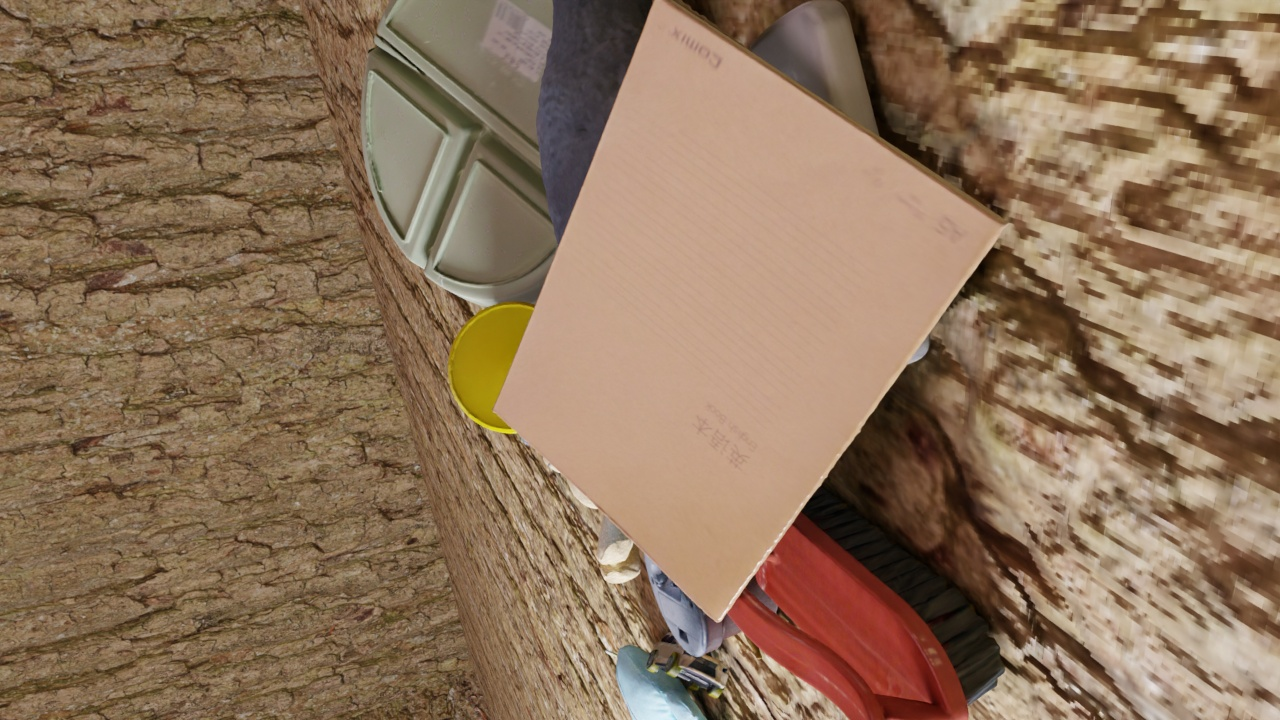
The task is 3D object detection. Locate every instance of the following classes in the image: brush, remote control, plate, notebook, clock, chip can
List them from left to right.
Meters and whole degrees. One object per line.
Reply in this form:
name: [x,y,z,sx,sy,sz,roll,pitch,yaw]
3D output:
plate: [-0.098,-0.145,0.565,0.231,0.027,0.230,8,104,34]
chip can: [-0.058,0.014,0.592,0.210,0.071,0.071,44,-154,-81]
notebook: [0.022,-0.010,0.367,0.149,0.012,0.212,41,126,20]
clock: [0.038,0.117,0.550,0.082,0.055,0.122,178,77,-72]
brush: [0.083,0.108,0.392,0.146,0.069,0.063,-142,38,-59]
remote control: [0.074,-0.063,0.348,0.056,0.020,0.136,178,76,-72]

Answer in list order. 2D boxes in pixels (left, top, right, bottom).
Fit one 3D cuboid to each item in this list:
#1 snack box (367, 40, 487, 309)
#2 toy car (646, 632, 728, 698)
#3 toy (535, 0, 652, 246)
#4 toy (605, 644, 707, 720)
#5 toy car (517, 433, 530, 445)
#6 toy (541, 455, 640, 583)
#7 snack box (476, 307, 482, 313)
snack box: [-0.112,-0.119,0.678,0.114,0.063,0.240,57,-172,-80]
toy car: [0.035,0.218,0.664,0.035,0.042,0.091,-66,8,-17]
toy: [0.000,-0.067,0.451,0.138,0.091,0.357,-123,25,-62]
toy: [0.021,0.284,0.741,0.156,0.049,0.162,48,158,32]
toy car: [-0.110,0.041,0.910,0.105,0.048,0.031,-125,29,-41]
toy: [-0.035,0.103,0.725,0.105,0.066,0.157,68,178,-45]
snack box: [-0.087,-0.006,0.773,0.080,0.081,0.091,39,145,37]
